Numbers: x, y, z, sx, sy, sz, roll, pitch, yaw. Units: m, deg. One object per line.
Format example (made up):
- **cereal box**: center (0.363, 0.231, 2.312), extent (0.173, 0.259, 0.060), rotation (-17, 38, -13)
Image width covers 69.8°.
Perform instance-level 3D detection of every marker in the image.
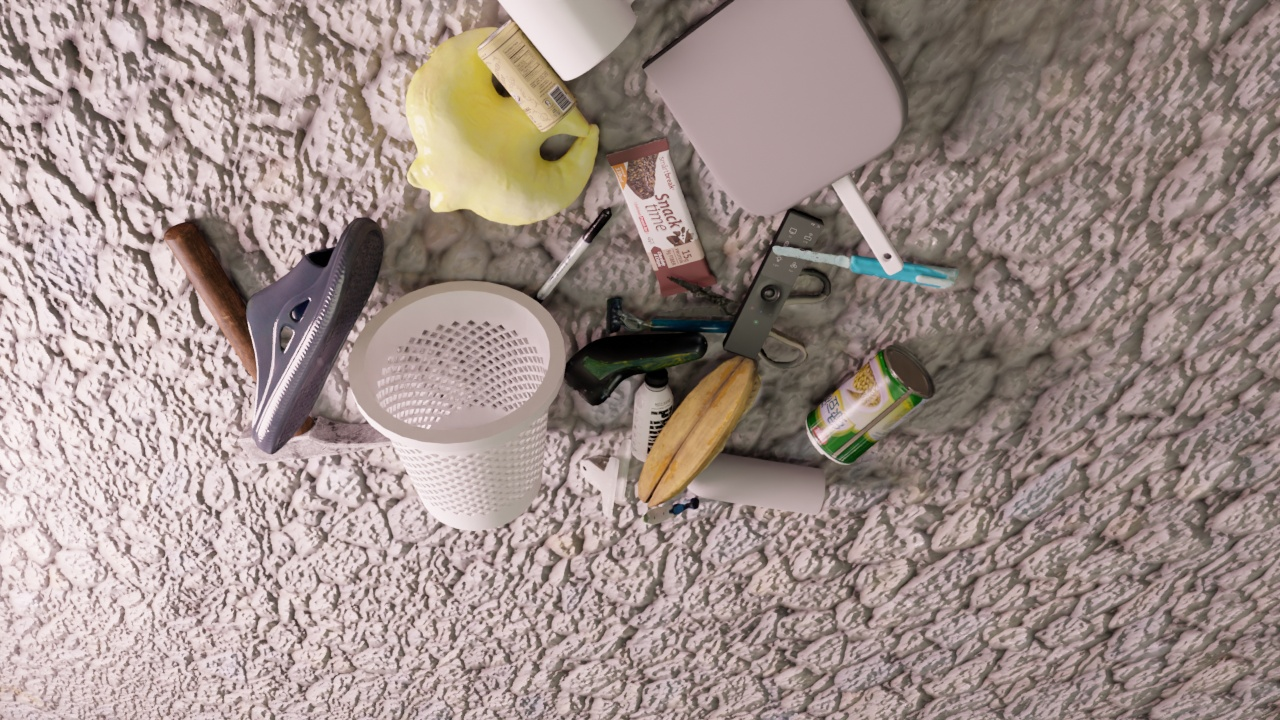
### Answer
- **marker**: center (-0.071, -0.092, 0.874), extent (0.011, 0.011, 0.152), rotation (30, 126, -19)

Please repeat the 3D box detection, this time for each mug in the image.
- **mug**: center (-0.045, -0.281, 0.681), extent (0.110, 0.073, 0.090), rotation (-41, 119, 3)

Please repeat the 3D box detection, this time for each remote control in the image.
- **remote control**: center (0.122, -0.068, 0.853), extent (0.034, 0.013, 0.150), rotation (19, 117, -10)

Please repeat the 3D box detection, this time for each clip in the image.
- **clip**: center (-0.036, 0.130, 1.049), extent (0.057, 0.052, 0.102), rotation (-11, 134, -23)

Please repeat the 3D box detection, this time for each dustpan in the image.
- **dustpan**: center (0.139, -0.174, 0.735), extent (0.164, 0.033, 0.257), rotation (-28, 103, 32)

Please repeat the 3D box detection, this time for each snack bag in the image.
- **snack bag**: center (0.022, -0.125, 0.835), extent (0.057, 0.013, 0.158), rotation (-13, 127, 14)

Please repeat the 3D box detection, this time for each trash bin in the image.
- **trash bin**: center (-0.169, 0.061, 0.912), extent (0.195, 0.195, 0.200), rotation (4, 140, 2)

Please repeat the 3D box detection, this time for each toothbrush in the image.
- **toothbrush**: center (0.032, 0.163, 0.995), extent (0.017, 0.016, 0.189), rotation (-9, 174, 18)

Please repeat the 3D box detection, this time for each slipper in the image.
- **slipper**: center (-0.325, -0.032, 0.872), extent (0.083, 0.110, 0.269), rotation (29, 113, -5)

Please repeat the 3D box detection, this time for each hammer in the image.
- **hammer**: center (-0.368, -0.016, 0.951), extent (0.218, 0.037, 0.301), rotation (-7, 128, 11)

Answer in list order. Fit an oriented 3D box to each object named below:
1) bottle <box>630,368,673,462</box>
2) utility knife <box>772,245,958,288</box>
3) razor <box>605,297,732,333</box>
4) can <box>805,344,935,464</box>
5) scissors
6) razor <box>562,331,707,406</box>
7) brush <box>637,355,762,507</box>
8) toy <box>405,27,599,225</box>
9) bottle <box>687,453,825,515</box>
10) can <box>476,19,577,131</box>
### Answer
- **bottle**: center (0.013, 0.055, 0.969), extent (0.041, 0.041, 0.116), rotation (6, 130, 1)
- **utility knife**: center (0.205, -0.088, 0.834), extent (0.178, 0.015, 0.022), rotation (9, 131, -12)
- **razor**: center (0.037, -0.036, 0.904), extent (0.144, 0.022, 0.042), rotation (5, 131, 1)
- **can**: center (0.229, 0.046, 0.923), extent (0.067, 0.067, 0.121), rotation (29, 126, -18)
- **scissors**: center (0.108, -0.044, 0.882), extent (0.158, 0.012, 0.166), rotation (-27, 119, 14)
- **razor**: center (-0.005, 0.005, 0.908), extent (0.152, 0.067, 0.054), rotation (-11, 160, 22)
- **brush**: center (0.061, 0.073, 0.948), extent (0.059, 0.043, 0.196), rotation (42, 109, 23)
- **toy**: center (-0.124, -0.186, 0.766), extent (0.155, 0.064, 0.170), rotation (-35, 117, 9)
- **bottle**: center (0.102, 0.131, 1.016), extent (0.195, 0.052, 0.053), rotation (9, 130, -2)
- **can**: center (-0.088, -0.221, 0.714), extent (0.038, 0.038, 0.079), rotation (-29, 116, 26)
